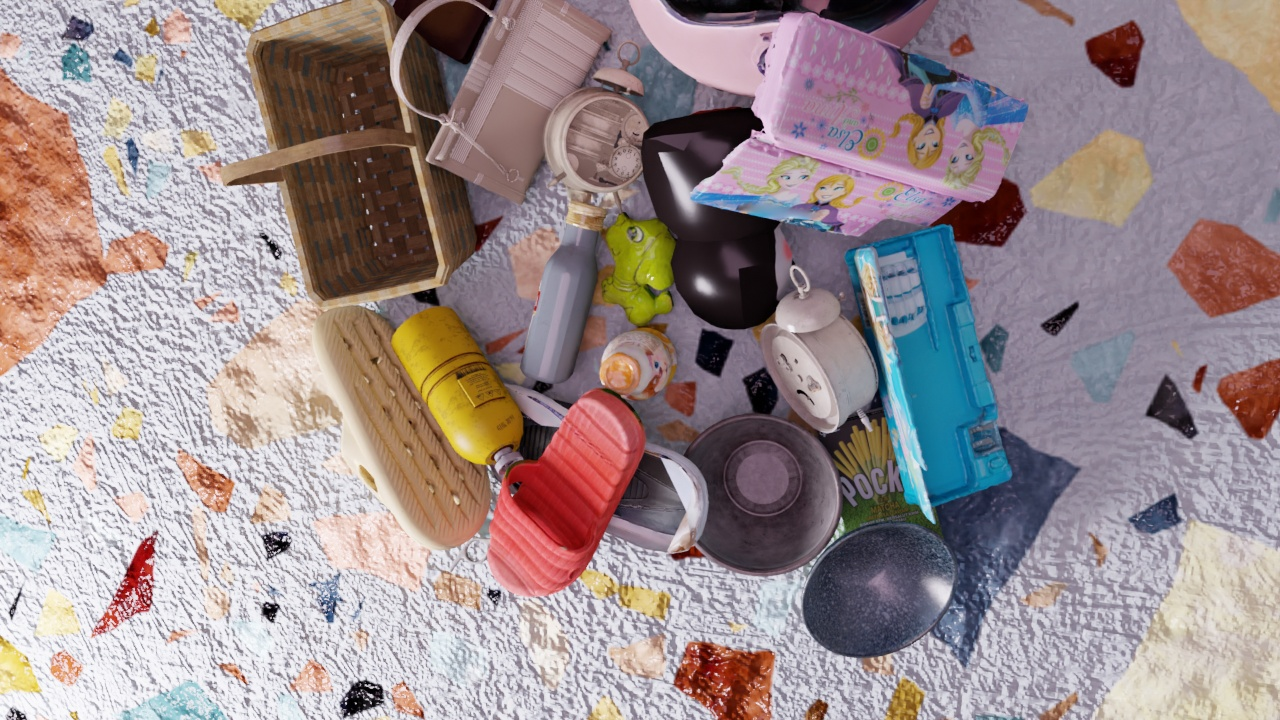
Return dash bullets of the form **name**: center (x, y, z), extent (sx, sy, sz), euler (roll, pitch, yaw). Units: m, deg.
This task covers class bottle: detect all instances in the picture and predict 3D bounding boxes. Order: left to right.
- **bottle**: center (-0.161, 0.032, 0.845), extent (0.071, 0.071, 0.163), euler (-42, 68, 14)
- **bottle**: center (-0.067, -0.063, 0.837), extent (0.046, 0.072, 0.161), euler (16, 101, 4)
- **bottle**: center (-0.005, 0.005, 0.813), extent (0.063, 0.109, 0.063), euler (1, 96, 12)

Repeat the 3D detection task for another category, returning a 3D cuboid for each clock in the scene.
- **clock**: center (-0.028, -0.208, 0.798), extent (0.093, 0.054, 0.141), euler (15, 101, -23)
- **clock**: center (0.149, -0.014, 0.759), extent (0.061, 0.103, 0.157), euler (-30, 125, -14)

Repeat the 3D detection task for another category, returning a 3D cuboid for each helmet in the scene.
- **helmet**: center (0.112, -0.295, 0.709), extent (0.255, 0.153, 0.229), euler (4, 62, 9)

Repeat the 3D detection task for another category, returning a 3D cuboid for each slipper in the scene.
- **slipper**: center (-0.238, 0.068, 0.887), extent (0.079, 0.111, 0.261), euler (-39, 79, 44)
- **slipper**: center (-0.078, 0.130, 0.801), extent (0.103, 0.059, 0.249), euler (45, 125, 18)
- **slipper**: center (-0.045, 0.095, 0.849), extent (0.264, 0.063, 0.111), euler (17, 106, 34)

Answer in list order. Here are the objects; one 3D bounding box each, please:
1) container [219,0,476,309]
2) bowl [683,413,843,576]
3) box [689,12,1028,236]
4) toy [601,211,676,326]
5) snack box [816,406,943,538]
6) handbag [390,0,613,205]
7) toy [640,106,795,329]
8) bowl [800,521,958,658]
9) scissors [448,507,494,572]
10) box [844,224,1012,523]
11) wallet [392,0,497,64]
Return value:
- **container**: center (-0.254, -0.174, 0.793), extent (0.158, 0.186, 0.250), euler (-9, 98, 19)
- **bowl**: center (0.107, 0.113, 0.825), extent (0.145, 0.067, 0.145), euler (2, 98, 12)
- **box**: center (0.165, -0.146, 0.664), extent (0.161, 0.230, 0.062), euler (-60, 39, 33)
- **toy**: center (0.000, -0.084, 0.839), extent (0.094, 0.036, 0.094), euler (42, 107, -2)
- **snack box**: center (0.217, 0.119, 0.823), extent (0.080, 0.025, 0.147), euler (-16, 94, 14)
- **handbag**: center (-0.131, -0.237, 0.760), extent (0.062, 0.197, 0.176), euler (36, 104, 23)
- **toy**: center (0.066, -0.113, 0.768), extent (0.159, 0.139, 0.184), euler (12, 116, 47)
- **bowl**: center (0.194, 0.182, 0.785), extent (0.137, 0.057, 0.137), euler (-4, 114, -9)
- **scissors**: center (-0.117, 0.169, 0.908), extent (0.161, 0.014, 0.117), euler (11, 90, 13)
- **box**: center (0.222, 0.012, 0.753), extent (0.085, 0.169, 0.227), euler (-12, 95, 43)
- **wallet**: center (-0.172, -0.346, 0.850), extent (0.091, 0.018, 0.116), euler (30, 101, 7)
